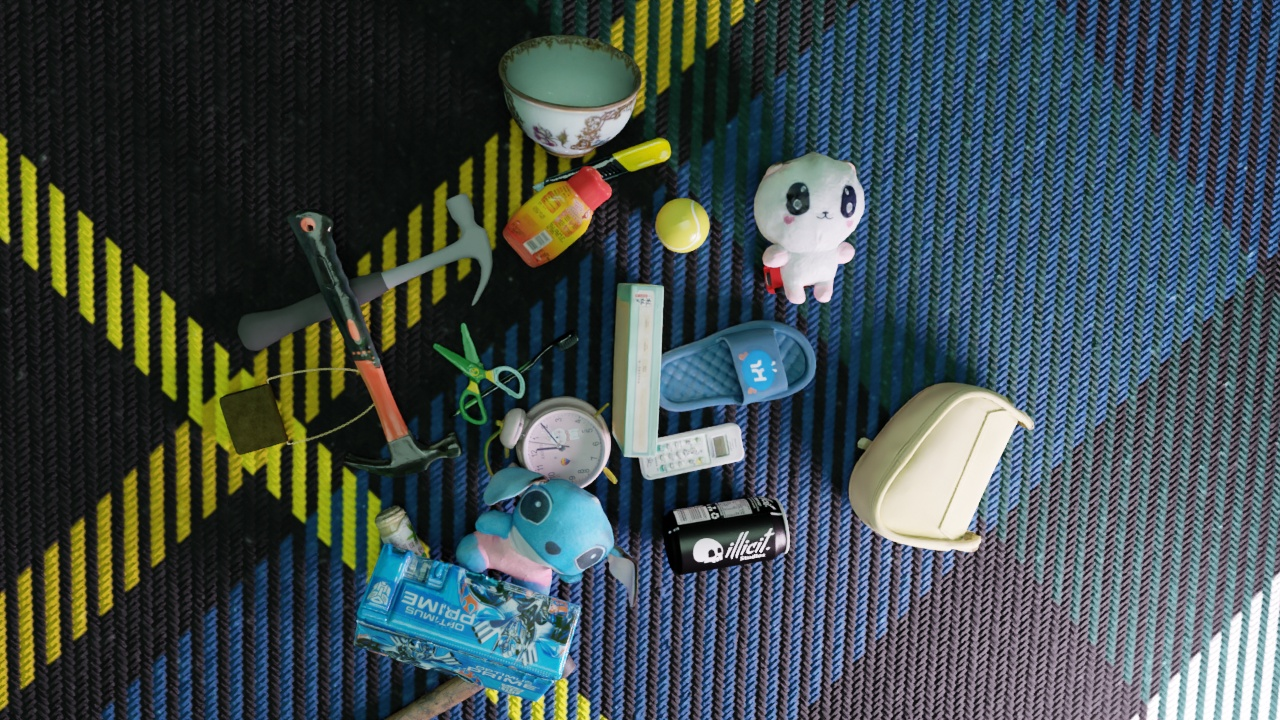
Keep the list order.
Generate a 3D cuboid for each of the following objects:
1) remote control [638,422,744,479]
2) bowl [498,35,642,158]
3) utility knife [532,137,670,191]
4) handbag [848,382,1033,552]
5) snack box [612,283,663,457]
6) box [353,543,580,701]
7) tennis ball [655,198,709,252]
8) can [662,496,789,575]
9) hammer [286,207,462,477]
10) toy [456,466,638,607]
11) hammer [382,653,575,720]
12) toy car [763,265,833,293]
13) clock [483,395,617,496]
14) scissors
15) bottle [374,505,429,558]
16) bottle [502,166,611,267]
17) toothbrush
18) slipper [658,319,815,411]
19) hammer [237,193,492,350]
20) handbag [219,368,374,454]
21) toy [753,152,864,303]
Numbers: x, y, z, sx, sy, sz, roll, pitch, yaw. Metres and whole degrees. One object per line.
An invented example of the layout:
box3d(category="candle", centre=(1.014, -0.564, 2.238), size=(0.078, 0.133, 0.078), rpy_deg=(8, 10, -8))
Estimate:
box3d(category="remote control", centre=(0.063, 0.114, 1.160), size=(0.133, 0.022, 0.050), rpy_deg=(-11, 96, -7))
box3d(category="bowl", centre=(-0.082, -0.292, 1.055), size=(0.160, 0.159, 0.094), rpy_deg=(1, 137, -8))
box3d(category="utility knife", centre=(-0.046, -0.232, 1.113), size=(0.174, 0.020, 0.029), rpy_deg=(-20, 112, -6))
box3d(category="handbag", centre=(0.384, 0.132, 1.181), size=(0.191, 0.088, 0.233), rpy_deg=(27, 89, -15))
box3d(category="snack box", centre=(-0.006, 0.006, 1.080), size=(0.044, 0.141, 0.193), rpy_deg=(2, 95, -8))
box3d(category="box", centre=(-0.210, 0.318, 1.097), size=(0.243, 0.114, 0.113), rpy_deg=(20, 64, -7))
box3d(category="tennis ball", centre=(0.051, -0.163, 1.110), size=(0.065, 0.065, 0.065), rpy_deg=(-1, 95, -8))
box3d(category="can", centre=(0.105, 0.218, 1.147), size=(0.146, 0.080, 0.080), rpy_deg=(-8, 96, -7))
box3d(category="hammer", centre=(-0.326, -0.017, 1.067), size=(0.133, 0.033, 0.333), rpy_deg=(-19, 106, -5))
box3d(category="toy", centre=(-0.108, 0.220, 1.086), size=(0.224, 0.098, 0.192), rpy_deg=(40, 126, -17))
box3d(category="hammer", centre=(-0.253, 0.416, 1.145), size=(0.330, 0.033, 0.120), rpy_deg=(-29, 95, -4))
box3d(category="toy car", centre=(0.200, -0.109, 1.157), size=(0.089, 0.025, 0.038), rpy_deg=(-10, 91, -5))
box3d(category="clock", centre=(-0.111, 0.107, 1.117), size=(0.158, 0.059, 0.117), rpy_deg=(-7, 96, -7))
box3d(category="scissors", centre=(-0.192, 0.010, 1.112), size=(0.112, 0.012, 0.131), rpy_deg=(-14, 88, -1))
box3d(category="bottle", centre=(-0.285, 0.231, 1.115), size=(0.042, 0.042, 0.110), rpy_deg=(-24, 97, -5))
box3d(category="bottle", centre=(-0.096, -0.174, 1.088), size=(0.134, 0.048, 0.071), rpy_deg=(-40, 104, 6))
box3d(category="toothbrush", centre=(-0.155, 0.019, 1.126), size=(0.188, 0.014, 0.017), rpy_deg=(-34, 116, -2))
box3d(category="slipper", centre=(0.115, 0.008, 1.140), size=(0.213, 0.059, 0.104), rpy_deg=(-10, 94, -5))
box3d(category="hammer", centre=(-0.322, -0.082, 1.086), size=(0.311, 0.029, 0.125), rpy_deg=(-23, 98, -5))
box3d(category="handbag", centre=(-0.399, 0.052, 1.094), size=(0.178, 0.027, 0.084), rpy_deg=(-16, 99, -11))
box3d(category="toy", centre=(0.202, -0.159, 1.109), size=(0.138, 0.101, 0.179), rpy_deg=(-2, 91, -14))
